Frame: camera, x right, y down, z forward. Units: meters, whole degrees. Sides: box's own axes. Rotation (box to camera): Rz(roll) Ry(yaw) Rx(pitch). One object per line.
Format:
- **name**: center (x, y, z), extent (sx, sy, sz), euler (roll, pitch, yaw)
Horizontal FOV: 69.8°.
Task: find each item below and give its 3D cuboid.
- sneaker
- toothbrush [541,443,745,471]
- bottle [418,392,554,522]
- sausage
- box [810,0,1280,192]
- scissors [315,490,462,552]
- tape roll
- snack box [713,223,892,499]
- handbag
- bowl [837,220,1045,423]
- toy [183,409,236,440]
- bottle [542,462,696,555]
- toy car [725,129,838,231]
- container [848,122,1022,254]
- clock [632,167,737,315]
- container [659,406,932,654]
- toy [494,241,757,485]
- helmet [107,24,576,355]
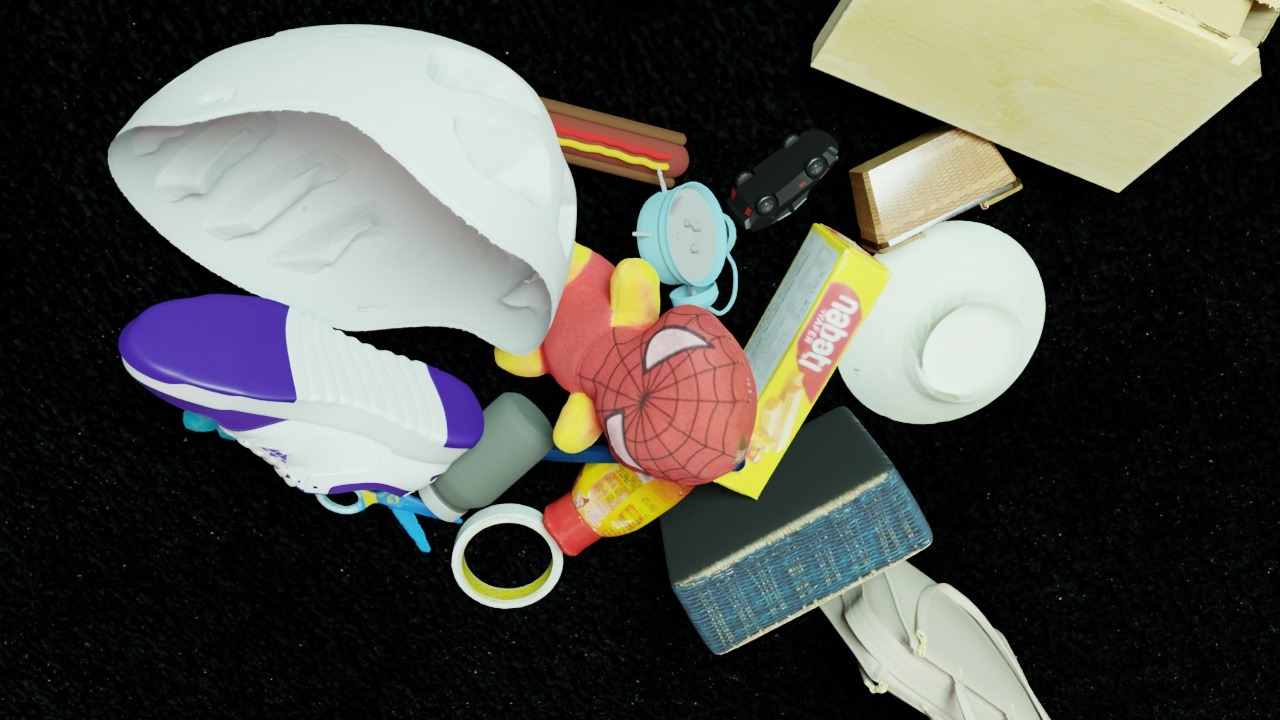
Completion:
- **sneaker**: center (-0.242, 0.038, 0.650), extent (0.244, 0.091, 0.111), euler (21, 127, -31)
- **toothbrush**: center (-0.009, 0.074, 0.710), extent (0.190, 0.017, 0.016), euler (0, 92, 30)
- **bottle**: center (-0.124, 0.078, 0.731), extent (0.108, 0.060, 0.060), euler (-41, 108, 10)
- **sausage**: center (-0.040, -0.161, 0.661), extent (0.155, 0.040, 0.040), euler (12, 108, -9)
- **box**: center (0.263, -0.236, 0.597), extent (0.248, 0.142, 0.179), euler (19, 90, -9)
- **scissors**: center (-0.213, 0.119, 0.762), extent (0.109, 0.018, 0.131), euler (-24, 112, 3)
- **tape roll**: center (-0.113, 0.168, 0.786), extent (0.094, 0.019, 0.094), euler (-2, 111, -4)
- **snack box**: center (0.112, -0.001, 0.704), extent (0.042, 0.092, 0.201), euler (24, 106, -12)
- **handbag**: center (0.250, 0.262, 0.755), extent (0.194, 0.197, 0.101), euler (37, 103, -16)
- **bowl**: center (0.247, -0.017, 0.722), extent (0.176, 0.057, 0.177), euler (-2, 113, -6)
- **toy**: center (-0.302, 0.009, 0.694), extent (0.092, 0.062, 0.133), euler (27, 121, -18)
- **bottle**: center (-0.018, 0.108, 0.756), extent (0.134, 0.048, 0.071), euler (-35, 111, 8)
- **toy car**: center (0.108, -0.133, 0.684), extent (0.092, 0.042, 0.036), euler (-37, 134, 8)
- **container**: center (0.212, -0.132, 0.683), extent (0.114, 0.063, 0.061), euler (-26, 103, 5)
- **clock**: center (0.042, -0.080, 0.674), extent (0.042, 0.087, 0.123), euler (-1, 149, 38)
- **container**: center (0.112, 0.126, 0.723), extent (0.187, 0.145, 0.071), euler (-30, 106, 6)
- **toy**: center (-0.004, 0.004, 0.649), extent (0.216, 0.098, 0.148), euler (36, 121, 28)
- **helmet**: center (-0.181, -0.102, 0.585), extent (0.282, 0.183, 0.224), euler (-8, 145, 9)
